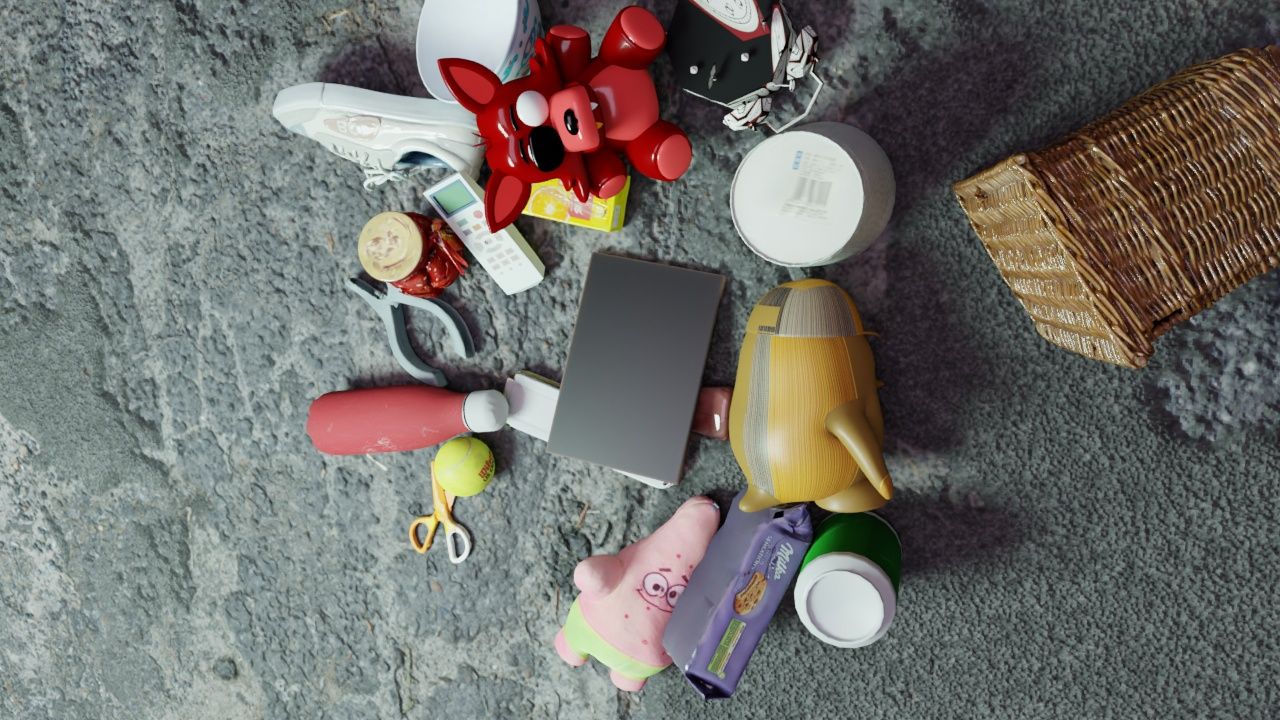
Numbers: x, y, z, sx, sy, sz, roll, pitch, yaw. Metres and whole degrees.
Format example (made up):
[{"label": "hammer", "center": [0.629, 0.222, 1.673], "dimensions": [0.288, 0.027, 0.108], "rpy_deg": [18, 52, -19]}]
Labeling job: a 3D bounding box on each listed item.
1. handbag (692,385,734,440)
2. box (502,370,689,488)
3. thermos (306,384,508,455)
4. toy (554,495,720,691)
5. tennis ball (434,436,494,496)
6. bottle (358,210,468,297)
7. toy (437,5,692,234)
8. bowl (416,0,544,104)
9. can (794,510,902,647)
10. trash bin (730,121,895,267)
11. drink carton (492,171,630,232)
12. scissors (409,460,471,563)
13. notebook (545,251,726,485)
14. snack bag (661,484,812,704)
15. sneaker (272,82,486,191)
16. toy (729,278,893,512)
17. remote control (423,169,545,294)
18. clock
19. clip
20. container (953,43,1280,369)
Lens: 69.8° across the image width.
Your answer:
[{"label": "handbag", "center": [0.037, 0.047, 0.936], "dimensions": [0.120, 0.029, 0.055], "rpy_deg": [7, 99, 22]}, {"label": "box", "center": [-0.052, 0.072, 0.967], "dimensions": [0.209, 0.033, 0.064], "rpy_deg": [21, 105, 12]}, {"label": "thermos", "center": [-0.251, 0.062, 1.001], "dimensions": [0.240, 0.073, 0.073], "rpy_deg": [-6, 100, 24]}, {"label": "toy", "center": [0.012, 0.242, 0.950], "dimensions": [0.192, 0.097, 0.237], "rpy_deg": [29, 100, -22]}, {"label": "tennis ball", "center": [-0.193, 0.116, 1.005], "dimensions": [0.065, 0.065, 0.065], "rpy_deg": [4, 103, 18]}, {"label": "bottle", "center": [-0.224, -0.112, 0.940], "dimensions": [0.099, 0.111, 0.099], "rpy_deg": [0, 88, 12]}, {"label": "toy", "center": [-0.063, -0.215, 0.819], "dimensions": [0.196, 0.120, 0.158], "rpy_deg": [-22, 110, -21]}, {"label": "bowl", "center": [-0.140, -0.309, 0.879], "dimensions": [0.144, 0.074, 0.144], "rpy_deg": [-4, 85, 39]}, {"label": "can", "center": [0.195, 0.199, 0.852], "dimensions": [0.088, 0.139, 0.088], "rpy_deg": [4, 103, 18]}, {"label": "trash bin", "center": [0.145, -0.140, 0.783], "dimensions": [0.133, 0.161, 0.133], "rpy_deg": [4, 103, 18]}, {"label": "drink carton", "center": [-0.081, -0.170, 0.917], "dimensions": [0.135, 0.042, 0.058], "rpy_deg": [14, 105, 15]}, {"label": "scissors", "center": [-0.219, 0.177, 1.056], "dimensions": [0.097, 0.012, 0.133], "rpy_deg": [28, 110, 10]}, {"label": "notebook", "center": [-0.005, 0.005, 0.914], "dimensions": [0.141, 0.008, 0.209], "rpy_deg": [12, 88, 16]}, {"label": "snack bag", "center": [0.090, 0.215, 0.885], "dimensions": [0.058, 0.096, 0.205], "rpy_deg": [27, 89, -19]}, {"label": "sneaker", "center": [-0.272, -0.224, 0.942], "dimensions": [0.242, 0.089, 0.090], "rpy_deg": [9, 89, 13]}, {"label": "toy", "center": [0.156, 0.026, 0.837], "dimensions": [0.199, 0.162, 0.203], "rpy_deg": [11, 107, 57]}, {"label": "remote control", "center": [-0.153, -0.129, 0.931], "dimensions": [0.050, 0.024, 0.143], "rpy_deg": [-21, 123, 28]}, {"label": "clock", "center": [0.093, -0.272, 0.819], "dimensions": [0.154, 0.065, 0.115], "rpy_deg": [47, 110, 8]}, {"label": "clip", "center": [-0.238, -0.063, 1.003], "dimensions": [0.128, 0.028, 0.167], "rpy_deg": [-40, 88, 20]}, {"label": "container", "center": [0.368, -0.116, 0.681], "dimensions": [0.183, 0.249, 0.162], "rpy_deg": [-31, 90, 12]}]
